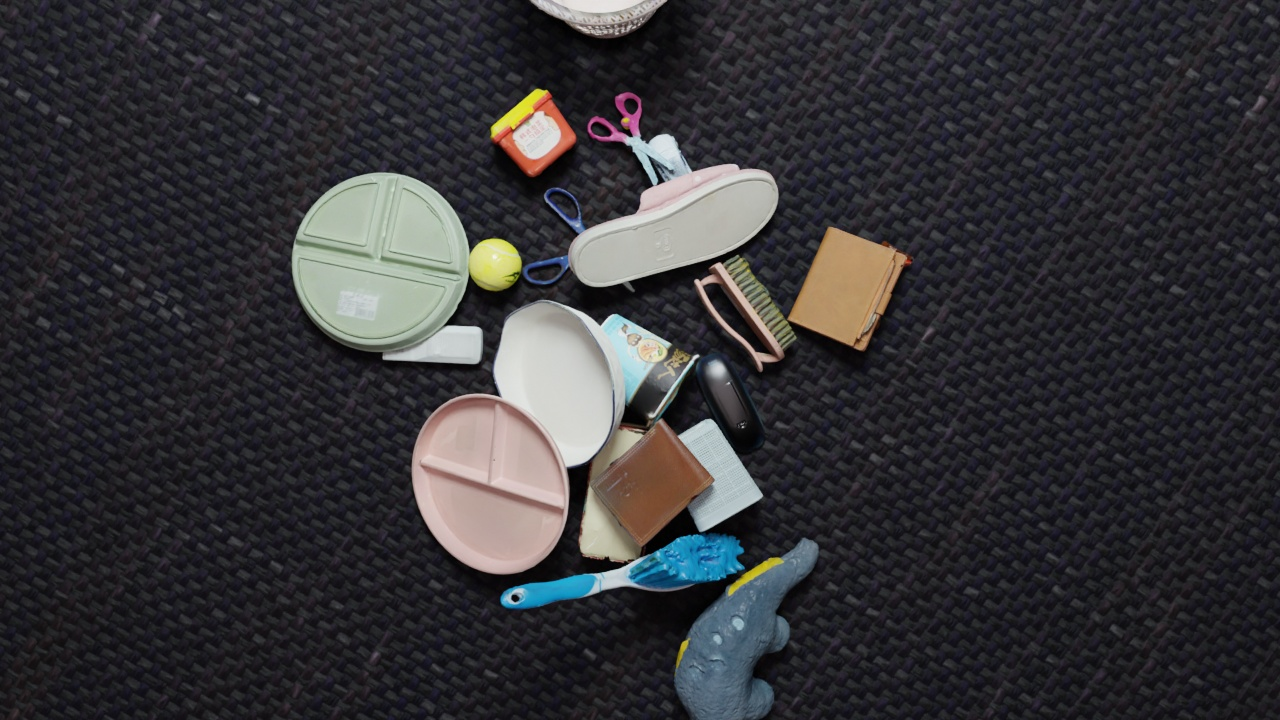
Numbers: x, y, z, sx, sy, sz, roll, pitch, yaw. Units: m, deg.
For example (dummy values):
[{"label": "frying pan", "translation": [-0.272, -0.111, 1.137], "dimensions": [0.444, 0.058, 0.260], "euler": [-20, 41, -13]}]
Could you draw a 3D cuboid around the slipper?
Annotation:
[{"label": "slipper", "translation": [0.039, -0.168, 1.129], "dimensions": [0.274, 0.054, 0.114], "euler": [-22, 135, -5]}]

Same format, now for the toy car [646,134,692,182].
[{"label": "toy car", "translation": [0.041, -0.242, 1.154], "dimensions": [0.043, 0.034, 0.090], "euler": [-30, 91, 5]}]

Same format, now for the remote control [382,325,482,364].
[{"label": "remote control", "translation": [-0.265, -0.022, 1.172], "dimensions": [0.125, 0.024, 0.049], "euler": [2, 92, 1]}]

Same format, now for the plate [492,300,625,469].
[{"label": "plate", "translation": [-0.096, 0.028, 1.115], "dimensions": [0.205, 0.045, 0.205], "euler": [12, 109, 39]}]

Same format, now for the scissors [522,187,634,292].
[{"label": "scissors", "translation": [-0.075, -0.147, 1.170], "dimensions": [0.176, 0.012, 0.162], "euler": [-23, 93, 1]}]

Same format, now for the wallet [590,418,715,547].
[{"label": "wallet", "translation": [0.013, 0.146, 1.099], "dimensions": [0.124, 0.032, 0.101], "euler": [-43, 81, 8]}]

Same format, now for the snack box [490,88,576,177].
[{"label": "snack box", "translation": [-0.130, -0.277, 1.131], "dimensions": [0.091, 0.082, 0.080], "euler": [-39, 102, 3]}]

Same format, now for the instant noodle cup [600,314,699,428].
[{"label": "instant noodle cup", "translation": [-0.007, 0.007, 1.136], "dimensions": [0.120, 0.111, 0.111], "euler": [35, 93, 6]}]

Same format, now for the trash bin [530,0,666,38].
[{"label": "trash bin", "translation": [-0.044, -0.474, 1.060], "dimensions": [0.227, 0.192, 0.227], "euler": [0, 93, 1]}]

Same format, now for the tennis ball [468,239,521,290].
[{"label": "tennis ball", "translation": [-0.182, -0.119, 1.146], "dimensions": [0.065, 0.065, 0.065], "euler": [0, 93, 0]}]

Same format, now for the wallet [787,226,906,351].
[{"label": "wallet", "translation": [0.258, -0.090, 1.149], "dimensions": [0.108, 0.031, 0.132], "euler": [24, 93, 22]}]

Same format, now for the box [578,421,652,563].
[{"label": "box", "translation": [-0.029, 0.165, 1.155], "dimensions": [0.091, 0.077, 0.168], "euler": [8, 93, 0]}]

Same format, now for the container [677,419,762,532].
[{"label": "container", "translation": [0.084, 0.139, 1.148], "dimensions": [0.090, 0.090, 0.111], "euler": [-30, 90, 1]}]

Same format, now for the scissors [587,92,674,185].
[{"label": "scissors", "translation": [-0.015, -0.269, 1.145], "dimensions": [0.093, 0.017, 0.137], "euler": [-24, 75, 3]}]

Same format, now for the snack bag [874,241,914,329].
[{"label": "snack bag", "translation": [0.304, -0.095, 1.164], "dimensions": [0.048, 0.026, 0.104], "euler": [29, 93, 7]}]

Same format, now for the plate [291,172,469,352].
[{"label": "plate", "translation": [-0.330, -0.125, 1.154], "dimensions": [0.230, 0.027, 0.230], "euler": [0, 87, 4]}]

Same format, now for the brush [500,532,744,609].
[{"label": "brush", "translation": [-0.010, 0.253, 1.081], "dimensions": [0.110, 0.313, 0.060], "euler": [-32, 65, 37]}]

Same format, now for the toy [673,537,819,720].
[{"label": "toy", "translation": [0.115, 0.383, 1.168], "dimensions": [0.137, 0.091, 0.356], "euler": [19, 95, -29]}]

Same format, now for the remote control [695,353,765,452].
[{"label": "remote control", "translation": [0.116, 0.055, 1.174], "dimensions": [0.053, 0.024, 0.136], "euler": [-28, 93, 1]}]

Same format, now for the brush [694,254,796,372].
[{"label": "brush", "translation": [0.132, -0.059, 1.150], "dimensions": [0.073, 0.063, 0.145], "euler": [-36, 94, -2]}]

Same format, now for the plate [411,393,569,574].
[{"label": "plate", "translation": [-0.185, 0.152, 1.140], "dimensions": [0.230, 0.028, 0.229], "euler": [4, 100, 24]}]
